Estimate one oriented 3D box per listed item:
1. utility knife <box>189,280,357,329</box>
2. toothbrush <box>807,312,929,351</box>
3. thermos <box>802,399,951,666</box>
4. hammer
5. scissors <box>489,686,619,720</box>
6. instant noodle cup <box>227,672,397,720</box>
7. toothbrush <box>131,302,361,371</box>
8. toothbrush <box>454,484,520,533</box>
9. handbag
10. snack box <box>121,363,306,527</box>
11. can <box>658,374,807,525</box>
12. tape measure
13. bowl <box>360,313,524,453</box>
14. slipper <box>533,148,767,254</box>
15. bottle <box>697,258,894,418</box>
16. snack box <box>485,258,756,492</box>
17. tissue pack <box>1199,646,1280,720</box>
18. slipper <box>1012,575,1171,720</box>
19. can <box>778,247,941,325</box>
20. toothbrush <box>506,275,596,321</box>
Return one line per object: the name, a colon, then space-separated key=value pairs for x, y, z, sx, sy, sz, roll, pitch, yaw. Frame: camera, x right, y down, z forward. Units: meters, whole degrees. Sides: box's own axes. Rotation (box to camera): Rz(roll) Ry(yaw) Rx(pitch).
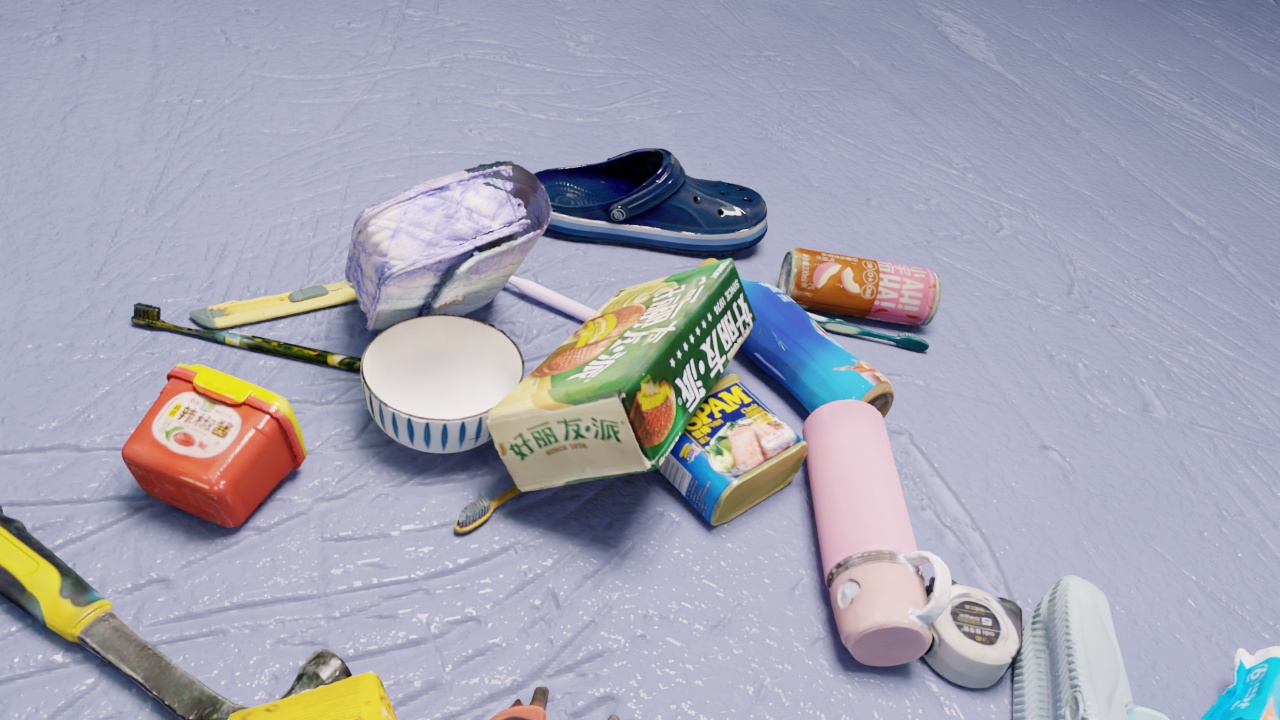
utility knife: x=-0.277 y=-0.054 z=0.785 sx=0.197 sy=0.021 sz=0.031 roll=-13 pitch=52 yaw=-34
toothbrush: x=0.183 y=-0.036 z=0.879 sx=0.191 sy=0.016 sz=0.018 roll=13 pitch=30 yaw=0
thermos: x=0.164 y=0.111 z=0.649 sx=0.067 sy=0.087 sz=0.198 roll=29 pitch=34 yaw=-20
hammer: x=-0.330 y=0.142 z=0.526 sx=0.323 sy=0.032 sz=0.125 roll=28 pitch=42 yaw=17
scissors: x=-0.090 y=0.258 z=0.469 sx=0.205 sy=0.015 sz=0.197 roll=-5 pitch=44 yaw=-20
instant noodle cup: x=-0.143 y=0.221 z=0.419 sx=0.116 sy=0.116 sz=0.123 roll=-13 pitch=30 yaw=-15
toothbrush: x=-0.311 y=-0.018 z=0.727 sx=0.186 sy=0.017 sz=0.012 roll=12 pitch=17 yaw=-1
toothbrush: x=-0.065 y=0.073 z=0.684 sx=0.016 sy=0.018 sz=0.190 roll=36 pitch=45 yaw=23
handbag: x=-0.153 y=-0.078 z=0.712 sx=0.134 sy=0.194 sz=0.075 roll=-24 pitch=89 yaw=-22
snack box: x=-0.281 y=0.059 z=0.605 sx=0.091 sy=0.082 sz=0.079 roll=19 pitch=54 yaw=9
can: x=0.065 y=0.067 z=0.697 sx=0.101 sy=0.057 sz=0.083 roll=-24 pitch=55 yaw=-35
tape measure: x=0.220 y=0.185 z=0.619 sx=0.066 sy=0.034 sz=0.065 roll=20 pitch=38 yaw=11
bowl: x=-0.146 y=0.026 z=0.681 sx=0.116 sy=0.066 sz=0.116 roll=6 pitch=40 yaw=-6
slipper: x=0.007 y=-0.173 z=0.934 sx=0.252 sy=0.095 sz=0.105 roll=3 pitch=44 yaw=-6
bottle: x=0.124 y=-0.020 z=0.804 sx=0.065 sy=0.065 sz=0.218 roll=-19 pitch=50 yaw=-32
snack box: x=-0.004 y=0.004 z=0.684 sx=0.115 sy=0.063 sz=0.239 roll=-13 pitch=20 yaw=30
tissue pack: x=0.428 y=0.251 z=0.572 sx=0.140 sy=0.063 sz=0.089 roll=38 pitch=47 yaw=27
slipper: x=0.269 y=0.229 z=0.533 sx=0.074 sy=0.104 sz=0.244 roll=20 pitch=34 yaw=5
can: x=0.212 y=-0.071 z=0.893 sx=0.147 sy=0.058 sz=0.057 roll=9 pitch=40 yaw=-5
toothbrush: x=-0.090 y=-0.057 z=0.829 sx=0.189 sy=0.021 sz=0.029 roll=23 pitch=9 yaw=10
